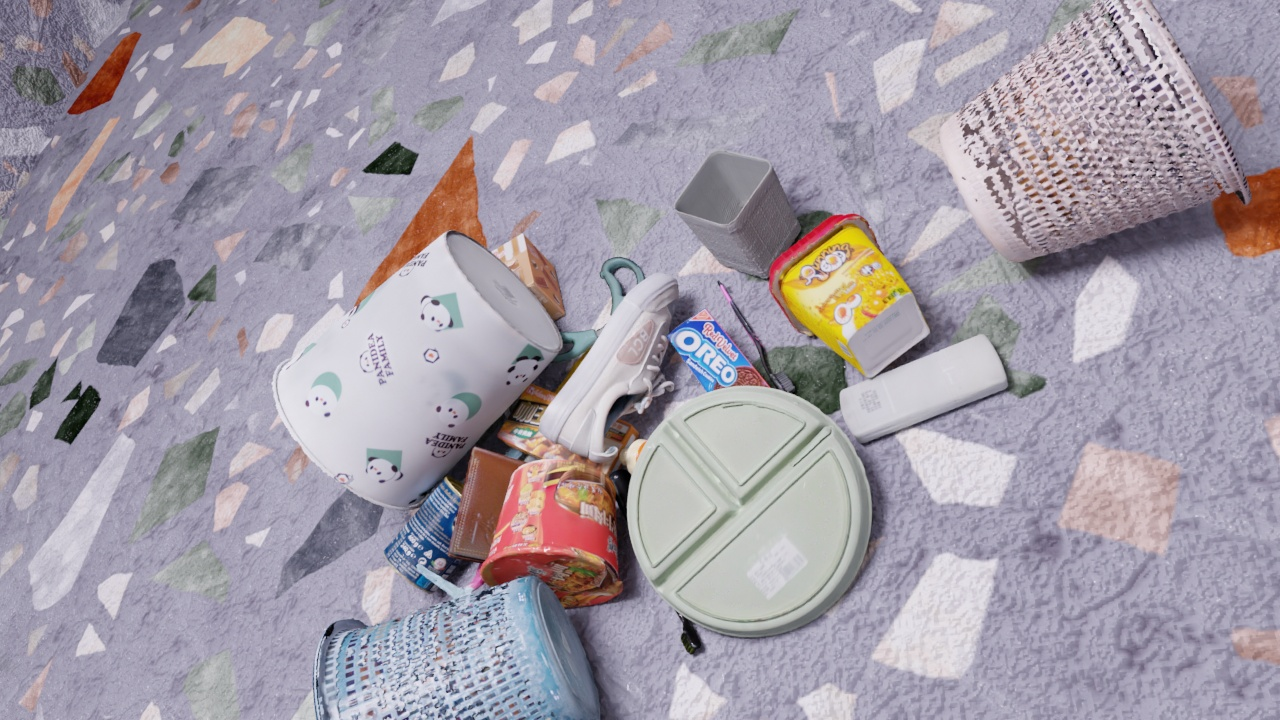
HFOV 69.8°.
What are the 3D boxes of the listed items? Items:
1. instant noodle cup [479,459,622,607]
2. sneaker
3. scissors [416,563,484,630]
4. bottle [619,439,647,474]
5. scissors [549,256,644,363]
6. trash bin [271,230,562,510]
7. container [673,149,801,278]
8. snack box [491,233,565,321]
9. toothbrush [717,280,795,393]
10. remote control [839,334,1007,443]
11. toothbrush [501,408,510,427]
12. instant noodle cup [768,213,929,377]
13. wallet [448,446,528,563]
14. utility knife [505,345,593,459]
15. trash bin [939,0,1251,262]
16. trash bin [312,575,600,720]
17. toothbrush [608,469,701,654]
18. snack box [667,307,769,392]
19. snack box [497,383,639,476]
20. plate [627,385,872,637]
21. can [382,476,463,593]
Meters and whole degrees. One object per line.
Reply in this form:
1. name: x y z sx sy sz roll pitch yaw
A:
1. instant noodle cup: -0.085 0.171 0.916 0.138 0.138 0.108 -15 50 24
2. sneaker: -0.006 0.006 0.986 0.091 0.090 0.241 30 62 9
3. scissors: -0.181 0.249 0.975 0.133 0.017 0.135 32 58 13
4. bottle: 0.037 0.104 0.933 0.150 0.066 0.066 1 61 42
5. scissors: -0.062 -0.058 1.116 0.175 0.019 0.169 -8 50 20
6. trash bin: -0.241 0.004 1.041 0.252 0.229 0.229 -42 47 12
7. container: 0.112 -0.158 1.019 0.090 0.114 0.090 26 76 41
8. snack box: -0.161 -0.089 1.175 0.093 0.077 0.094 -28 50 14
9. toothbrush: 0.122 -0.029 0.996 0.018 0.014 0.189 -27 48 2
10. remote control: 0.263 0.028 0.860 0.150 0.021 0.058 -24 49 18
11. toothbrush: -0.184 0.016 1.156 0.026 0.027 0.220 -11 47 -15
12. instant noodle cup: 0.206 -0.059 0.890 0.116 0.116 0.123 -38 46 5
13. wallet: -0.146 0.162 0.989 0.032 0.101 0.124 124 158 -59
14. utility knife: -0.111 0.064 1.082 0.230 0.015 0.033 -50 47 -8
15. trash bin: 0.387 -0.194 0.816 0.193 0.227 0.227 -29 48 30
16. trash bin: -0.151 0.304 0.835 0.195 0.227 0.226 -25 49 0
17. toothbrush: 0.013 0.195 0.910 0.027 0.026 0.212 -60 40 32
18. snack box: 0.101 0.033 0.938 0.057 0.058 0.207 -36 47 3
19. snack box: -0.082 0.084 1.030 0.154 0.026 0.075 20 72 31
20. plate: 0.092 0.135 0.836 0.230 0.027 0.230 -3 81 20
21. can: -0.225 0.196 1.028 0.111 0.075 0.075 -50 47 -5
